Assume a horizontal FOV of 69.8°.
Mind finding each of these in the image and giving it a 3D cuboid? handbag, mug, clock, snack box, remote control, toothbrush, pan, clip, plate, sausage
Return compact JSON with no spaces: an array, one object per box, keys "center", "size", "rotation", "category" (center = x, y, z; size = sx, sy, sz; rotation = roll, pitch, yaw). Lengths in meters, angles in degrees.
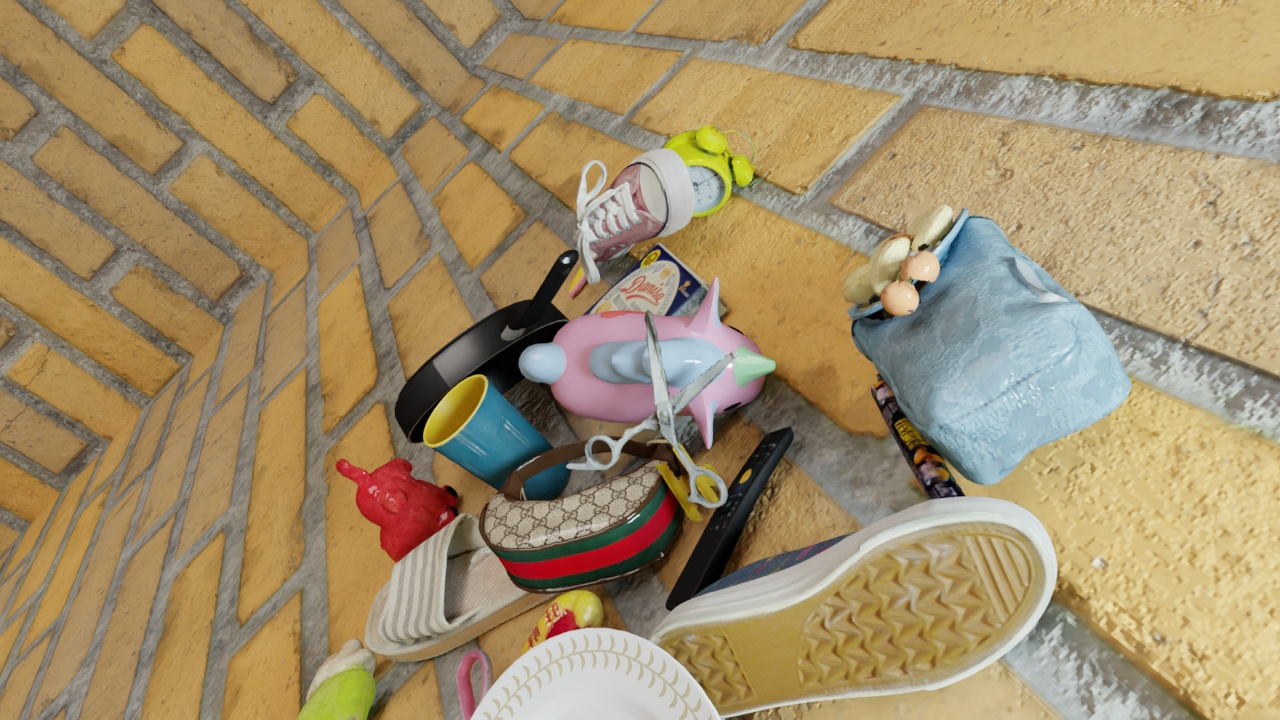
[{"center":[-0.040,0.107,0.716],"size":[0.167,0.063,0.138],"rotation":[-16,35,14],"category":"handbag"},{"center":[-0.125,0.080,0.828],"size":[0.078,0.121,0.078],"rotation":[-32,31,22],"category":"mug"},{"center":[0.187,-0.023,0.549],"size":[0.122,0.118,0.191],"rotation":[-36,24,16],"category":"handbag"},{"center":[0.069,-0.206,0.981],"size":[0.119,0.083,0.057],"rotation":[-32,36,31],"category":"clock"},{"center":[-0.001,-0.036,0.894],"size":[0.145,0.042,0.144],"rotation":[-44,27,4],"category":"snack box"},{"center":[0.065,0.110,0.639],"size":[0.151,0.020,0.041],"rotation":[-57,9,-21],"category":"remote control"},{"center":[-0.050,-0.131,1.112],"size":[0.021,0.016,0.135],"rotation":[9,59,56],"category":"toothbrush"},{"center":[-0.134,-0.022,0.881],"size":[0.203,0.044,0.357],"rotation":[-34,-8,-34],"category":"pan"},{"center":[0.039,0.090,0.670],"size":[0.045,0.048,0.054],"rotation":[-33,67,-6],"category":"clip"},{"center":[-0.034,0.274,0.509],"size":[0.243,0.016,0.242],"rotation":[-22,56,35],"category":"plate"},{"center":[0.172,0.054,0.572],"size":[0.020,0.020,0.155],"rotation":[-37,29,16],"category":"sausage"}]

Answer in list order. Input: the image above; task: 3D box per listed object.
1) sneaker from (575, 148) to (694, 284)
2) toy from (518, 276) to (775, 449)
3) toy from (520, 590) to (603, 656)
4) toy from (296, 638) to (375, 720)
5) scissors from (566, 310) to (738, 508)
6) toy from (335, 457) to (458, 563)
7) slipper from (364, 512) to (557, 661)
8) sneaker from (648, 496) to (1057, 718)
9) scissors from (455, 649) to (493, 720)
[{"center":[-0.027,-0.155,0.982],"size":[0.087,0.118,0.242],"rotation":[-19,-2,-27],"category":"sneaker"},{"center":[-0.004,0.004,0.721],"size":[0.222,0.171,0.120],"rotation":[2,86,10],"category":"toy"},{"center":[-0.051,0.213,0.625],"size":[0.105,0.067,0.137],"rotation":[-59,22,-9],"category":"toy"},{"center":[-0.271,0.301,0.822],"size":[0.092,0.043,0.117],"rotation":[-42,26,11],"category":"toy"},{"center":[0.007,0.045,0.638],"size":[0.175,0.141,0.014],"rotation":[-28,0,35],"category":"scissors"},{"center":[-0.254,0.152,0.911],"size":[0.094,0.133,0.088],"rotation":[-50,17,11],"category":"toy"},{"center":[-0.150,0.188,0.799],"size":[0.273,0.054,0.114],"rotation":[-25,41,29],"category":"slipper"},{"center":[0.113,0.134,0.509],"size":[0.236,0.087,0.079],"rotation":[-28,2,28],"category":"sneaker"},{"center":[-0.126,0.290,0.640],"size":[0.169,0.014,0.170],"rotation":[-55,29,13],"category":"scissors"}]
